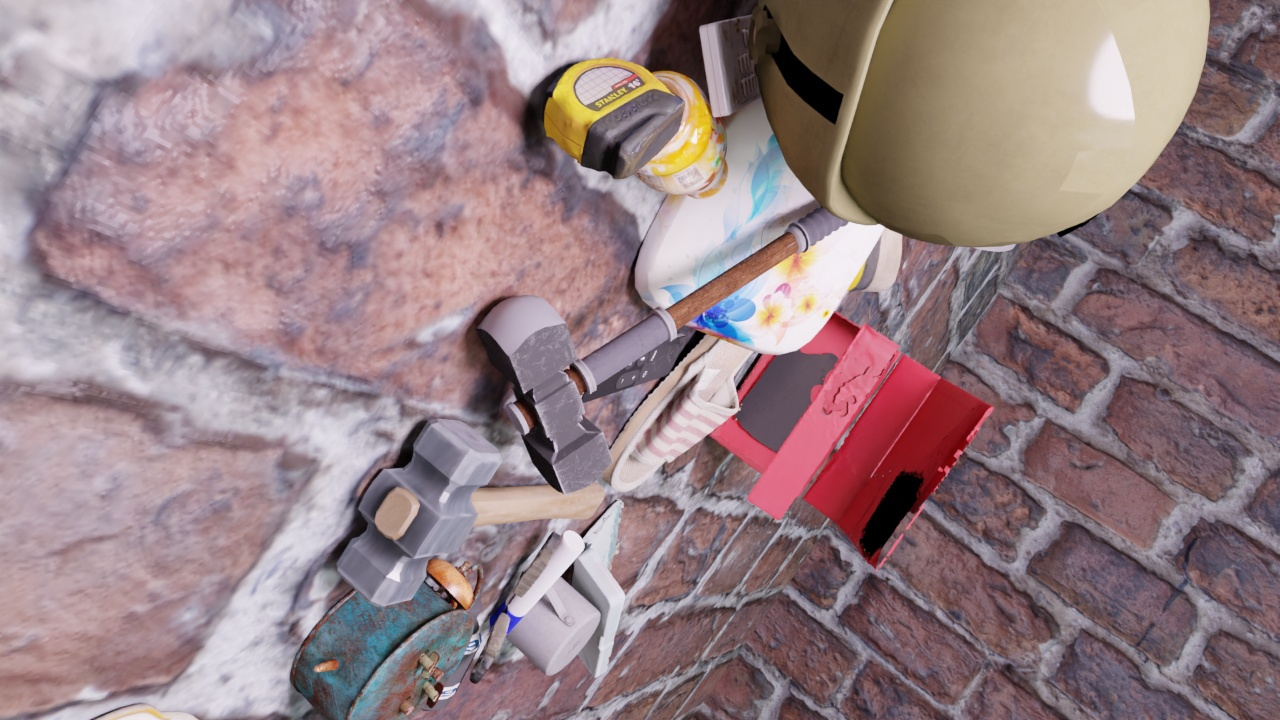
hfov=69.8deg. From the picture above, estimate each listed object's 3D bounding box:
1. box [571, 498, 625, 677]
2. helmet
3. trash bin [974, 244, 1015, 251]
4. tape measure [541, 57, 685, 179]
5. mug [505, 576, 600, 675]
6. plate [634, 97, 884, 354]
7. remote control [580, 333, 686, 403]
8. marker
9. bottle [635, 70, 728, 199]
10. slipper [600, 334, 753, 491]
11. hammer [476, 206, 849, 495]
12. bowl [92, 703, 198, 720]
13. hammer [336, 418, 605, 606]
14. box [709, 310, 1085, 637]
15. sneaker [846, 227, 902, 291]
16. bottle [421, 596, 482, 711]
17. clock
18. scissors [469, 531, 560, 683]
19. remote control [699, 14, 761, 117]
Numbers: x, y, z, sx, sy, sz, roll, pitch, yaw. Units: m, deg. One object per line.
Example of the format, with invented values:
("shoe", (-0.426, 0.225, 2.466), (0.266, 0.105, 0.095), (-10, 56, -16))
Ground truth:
("box", (-0.041, 0.253, 1.004), (0.198, 0.078, 0.122), (101, 13, -50))
("helmet", (0.178, -0.183, 0.525), (0.232, 0.256, 0.251), (-42, 153, -36))
("trash bin", (0.408, -0.247, 1.077), (0.156, 0.156, 0.184), (-27, 143, -49))
("tape measure", (-0.017, -0.130, 0.490), (0.065, 0.064, 0.037), (-50, 167, -35))
("mug", (-0.089, 0.251, 0.902), (0.084, 0.070, 0.113), (-40, 156, -32))
("plate", (0.102, -0.095, 0.704), (0.186, 0.016, 0.187), (20, 109, -29))
("remote control", (-0.005, 0.005, 0.791), (0.146, 0.008, 0.045), (-16, 137, -57))
("marker", (-0.097, 0.206, 0.841), (0.133, 0.023, 0.027), (-51, -175, 27))
("bottle", (0.024, -0.133, 0.572), (0.063, 0.063, 0.109), (-56, 159, 4))
("slipper", (0.063, 0.030, 0.886), (0.263, 0.052, 0.115), (-51, 155, 5))
("hammer", (0.046, -0.044, 0.643), (0.321, 0.043, 0.156), (-33, 132, -20))
("bowl", (-0.313, 0.295, 0.520), (0.188, 0.060, 0.220), (-16, 136, -58))
("hammer", (-0.100, 0.111, 0.709), (0.117, 0.051, 0.322), (-56, 161, 5))
("box", (0.271, 0.102, 1.019), (0.123, 0.378, 0.211), (24, 102, -52))
("sneaker", (0.153, -0.170, 0.761), (0.122, 0.086, 0.239), (-7, 107, -15))
("bottle", (-0.163, 0.244, 0.771), (0.046, 0.047, 0.112), (-9, 130, -61))
("clock", (-0.168, 0.209, 0.672), (0.157, 0.073, 0.121), (-33, 150, -45))
("scissors", (-0.108, 0.207, 0.764), (0.171, 0.012, 0.157), (-58, -177, 35))
("remote control", (0.065, -0.187, 0.569), (0.135, 0.011, 0.050), (-47, 131, -59))
